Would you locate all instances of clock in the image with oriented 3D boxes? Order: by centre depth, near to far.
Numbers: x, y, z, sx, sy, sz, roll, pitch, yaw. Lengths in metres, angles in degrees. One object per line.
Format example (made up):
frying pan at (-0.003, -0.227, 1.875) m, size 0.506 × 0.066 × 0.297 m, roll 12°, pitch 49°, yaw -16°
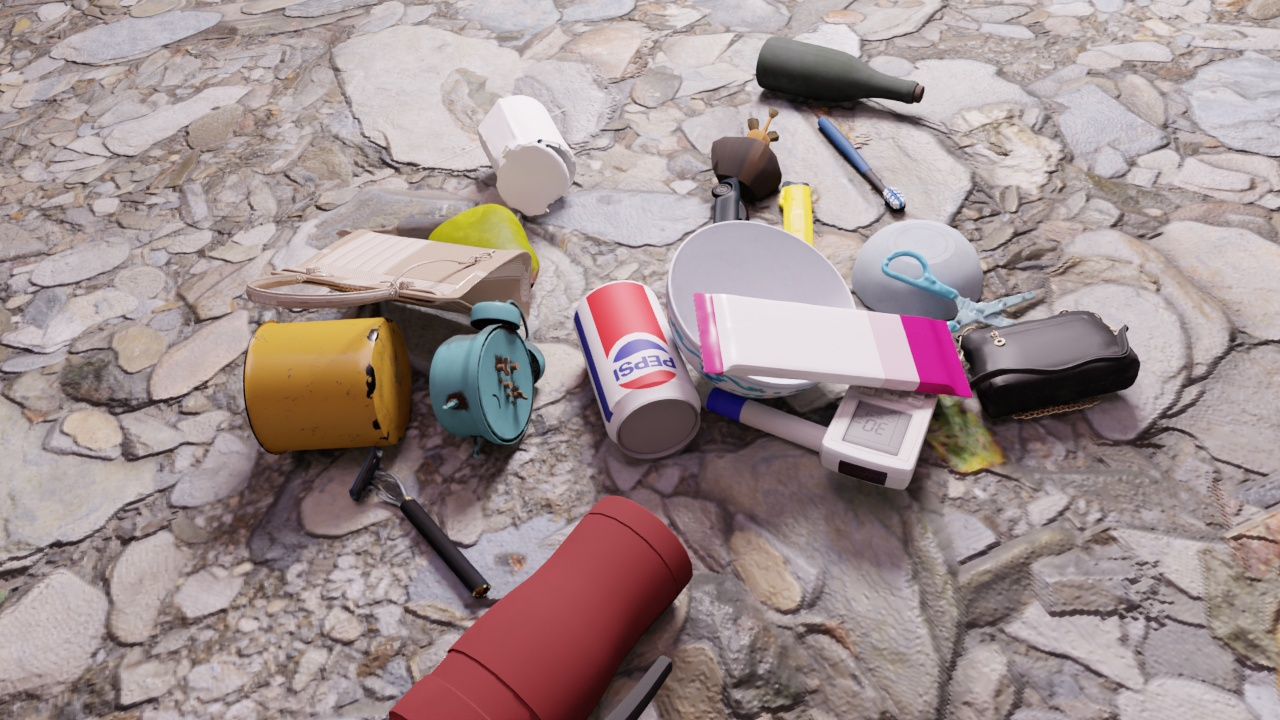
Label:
clock at (-0.112, 0.007, 0.689) m, size 0.053 × 0.090 × 0.124 m, roll -3°, pitch 46°, yaw 19°

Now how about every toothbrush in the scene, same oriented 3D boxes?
toothbrush at (-0.205, -0.126, 0.879) m, size 0.186 × 0.022 × 0.024 m, roll -3°, pitch 15°, yaw 8°
toothbrush at (0.210, -0.193, 0.885) m, size 0.014 × 0.014 × 0.167 m, roll -25°, pitch 47°, yaw 0°

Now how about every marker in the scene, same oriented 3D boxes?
marker at (0.114, 0.050, 0.660) m, size 0.142 × 0.020 × 0.020 m, roll 20°, pitch 52°, yaw 25°

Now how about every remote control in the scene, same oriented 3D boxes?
remote control at (0.169, 0.039, 0.637) m, size 0.060 × 0.025 × 0.138 m, roll 16°, pitch 35°, yaw 20°

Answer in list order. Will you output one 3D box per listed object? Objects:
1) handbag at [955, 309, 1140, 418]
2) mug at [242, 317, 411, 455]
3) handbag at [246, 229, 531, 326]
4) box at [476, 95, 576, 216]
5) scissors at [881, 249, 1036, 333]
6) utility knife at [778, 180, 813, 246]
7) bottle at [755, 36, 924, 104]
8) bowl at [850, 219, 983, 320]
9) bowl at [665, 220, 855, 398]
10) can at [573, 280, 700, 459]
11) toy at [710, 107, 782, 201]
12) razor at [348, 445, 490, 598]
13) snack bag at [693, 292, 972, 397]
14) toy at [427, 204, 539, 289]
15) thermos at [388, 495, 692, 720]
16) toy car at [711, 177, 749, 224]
handbag at (0.291, -0.005, 0.663) m, size 0.128 × 0.054 × 0.079 m, roll -12°, pitch 42°, yaw 0°
mug at (-0.228, 0.014, 0.698) m, size 0.094 × 0.100 × 0.123 m, roll -3°, pitch 17°, yaw 3°
handbag at (-0.212, -0.058, 0.709) m, size 0.176 × 0.062 × 0.197 m, roll 10°, pitch 14°, yaw 25°
box at (-0.111, -0.196, 0.889) m, size 0.080 × 0.089 × 0.143 m, roll -45°, pitch 47°, yaw 17°
scissors at (0.240, -0.049, 0.712) m, size 0.140 × 0.015 × 0.111 m, roll -16°, pitch 81°, yaw -10°
utility knife at (0.135, -0.092, 0.795) m, size 0.030 × 0.019 × 0.223 m, roll -4°, pitch 41°, yaw 13°
bottle at (0.209, -0.295, 0.956) m, size 0.174 × 0.055 × 0.055 m, roll 21°, pitch 52°, yaw 24°
bowl at (0.229, -0.081, 0.755) m, size 0.106 × 0.039 × 0.106 m, roll -4°, pitch 46°, yaw 4°
bowl at (0.079, -0.025, 0.685) m, size 0.144 × 0.074 × 0.143 m, roll 8°, pitch 57°, yaw -12°
can at (-0.004, 0.004, 0.686) m, size 0.070 × 0.070 × 0.132 m, roll -15°, pitch 46°, yaw -6°
toy at (0.107, -0.198, 0.874) m, size 0.076 × 0.063 × 0.100 m, roll 31°, pitch 66°, yaw -12°
razor at (-0.151, 0.116, 0.637) m, size 0.144 × 0.022 × 0.043 m, roll 36°, pitch 102°, yaw 30°
snack bag at (0.133, -0.010, 0.634) m, size 0.196 × 0.016 × 0.070 m, roll 5°, pitch 51°, yaw -14°
toy at (-0.136, -0.093, 0.814) m, size 0.090 × 0.051 × 0.110 m, roll -32°, pitch 52°, yaw -18°
thermos at (-0.048, 0.176, 0.517) m, size 0.108 × 0.084 × 0.198 m, roll 25°, pitch 52°, yaw 30°
toy car at (0.079, -0.117, 0.808) m, size 0.034 × 0.046 × 0.111 m, roll -2°, pitch 44°, yaw 10°
